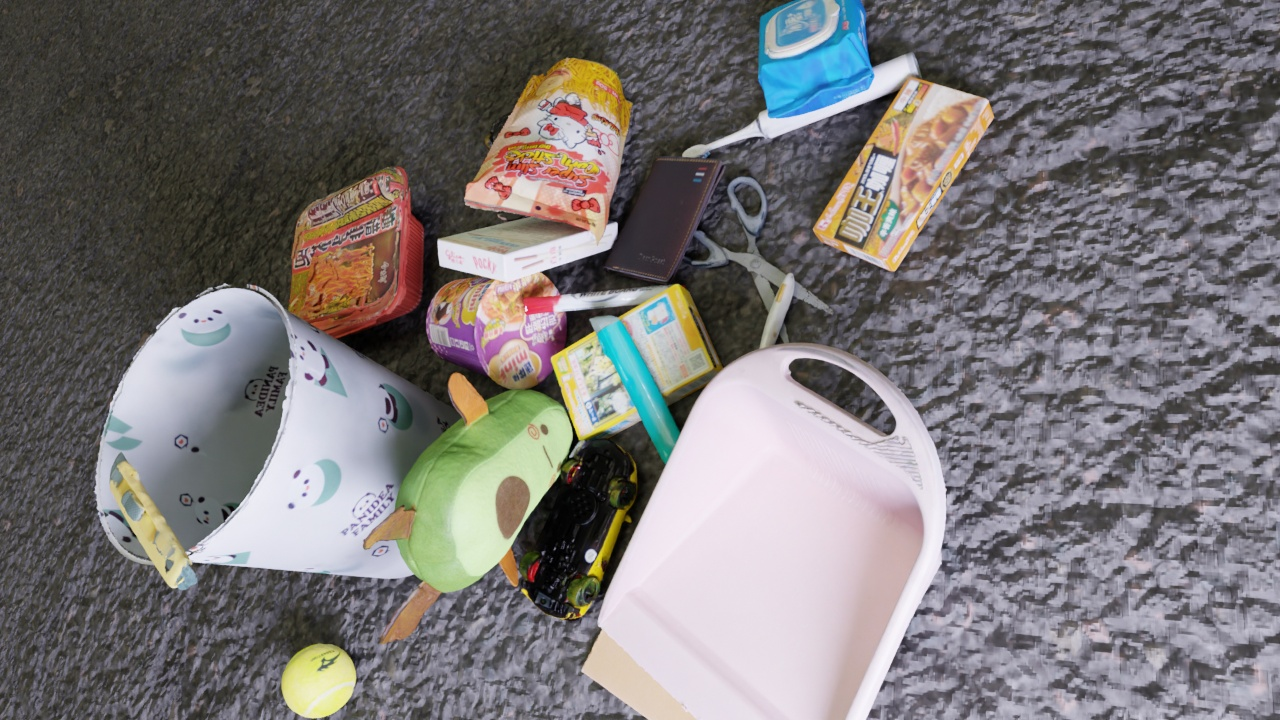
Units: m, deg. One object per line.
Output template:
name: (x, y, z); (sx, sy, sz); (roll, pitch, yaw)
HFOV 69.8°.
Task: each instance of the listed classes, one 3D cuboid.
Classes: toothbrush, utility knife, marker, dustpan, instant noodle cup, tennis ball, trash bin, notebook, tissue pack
toothbrush: (0.137, -0.219, 0.819); (0.221, 0.026, 0.026); (-16, 71, 25)
utility knife: (0.012, 0.048, 0.763); (0.029, 0.013, 0.205); (-32, 76, 17)
marker: (-0.032, -0.055, 0.823); (0.145, 0.017, 0.017); (-5, 65, 1)
toothbrush: (0.091, 0.016, 0.754); (0.018, 0.016, 0.191); (15, 82, 40)
dustpan: (0.083, 0.131, 0.632); (0.223, 0.139, 0.273); (31, 81, 36)
instant noodle cup: (-0.305, -0.102, 1.005); (0.165, 0.079, 0.188); (-17, 62, 25)
tennis ball: (-0.297, 0.295, 0.847); (0.066, 0.065, 0.065); (-12, 65, 27)
trash bin: (-0.292, 0.086, 0.815); (0.230, 0.251, 0.229); (-12, 64, 27)
utility knife: (-0.364, 0.121, 0.684); (0.165, 0.018, 0.031); (34, 98, 31)
instant noodle cup: (-0.141, -0.033, 0.868); (0.099, 0.111, 0.111); (8, 75, 43)
notebook: (0.063, 0.223, 0.696); (0.208, 0.008, 0.147); (23, 84, 35)
tissue pack: (0.149, -0.271, 0.796); (0.095, 0.052, 0.156); (-17, 42, 24)

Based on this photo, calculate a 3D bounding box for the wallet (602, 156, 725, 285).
wallet: (0.021, -0.130, 0.846); (0.096, 0.020, 0.122); (18, 81, 52)

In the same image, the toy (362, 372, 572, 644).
toy: (-0.131, 0.107, 0.744); (0.090, 0.227, 0.245); (14, 40, 23)

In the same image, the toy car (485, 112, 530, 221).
toy car: (-0.130, -0.203, 0.969); (0.056, 0.037, 0.122); (-14, 77, 29)

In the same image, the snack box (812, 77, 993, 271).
snack box: (0.213, -0.152, 0.746); (0.075, 0.026, 0.153); (32, 89, 36)

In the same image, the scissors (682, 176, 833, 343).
scissors: (0.096, -0.088, 0.799); (0.160, 0.014, 0.174); (1, 73, 31)

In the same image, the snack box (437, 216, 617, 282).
snack box: (-0.101, -0.109, 0.848); (0.085, 0.156, 0.027); (16, 117, 34)

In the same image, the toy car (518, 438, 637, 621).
toy car: (-0.048, 0.142, 0.774); (0.071, 0.041, 0.155); (17, 82, 35)

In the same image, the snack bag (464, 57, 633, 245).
snack bag: (-0.076, -0.201, 0.873); (0.128, 0.073, 0.207); (17, 50, -4)

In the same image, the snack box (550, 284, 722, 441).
snack box: (-0.005, 0.005, 0.804); (0.141, 0.033, 0.087); (-29, 67, 17)
